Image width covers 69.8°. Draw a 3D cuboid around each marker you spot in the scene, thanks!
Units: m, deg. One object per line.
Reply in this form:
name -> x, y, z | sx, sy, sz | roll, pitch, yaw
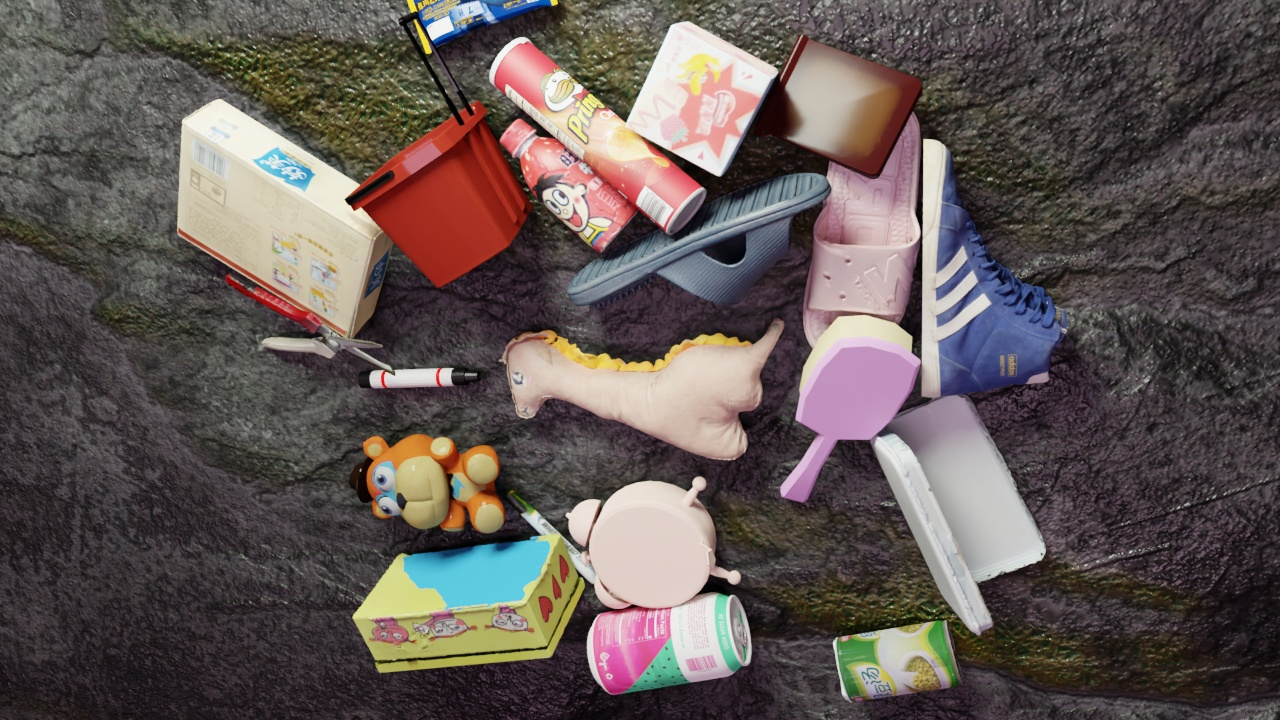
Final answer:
marker -> -0.232, 0.019, 0.981 | 0.146, 0.019, 0.019 | -2, 111, 13
marker -> -0.097, 0.197, 1.025 | 0.017, 0.017, 0.146 | -41, 99, 23

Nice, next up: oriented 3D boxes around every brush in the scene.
brush -> 0.185, 0.053, 0.879 | 0.089, 0.043, 0.229 | 15, 134, -4

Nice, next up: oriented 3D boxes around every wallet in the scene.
wallet -> 0.166, -0.213, 0.778 | 0.116, 0.018, 0.091 | 28, 97, 16

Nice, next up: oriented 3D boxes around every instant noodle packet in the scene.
instant noodle packet -> -0.148, -0.338, 0.816 | 0.134, 0.026, 0.087 | -14, 105, 17

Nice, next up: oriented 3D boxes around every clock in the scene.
clock -> 0.009, 0.201, 0.971 | 0.161, 0.086, 0.131 | -13, 108, 23

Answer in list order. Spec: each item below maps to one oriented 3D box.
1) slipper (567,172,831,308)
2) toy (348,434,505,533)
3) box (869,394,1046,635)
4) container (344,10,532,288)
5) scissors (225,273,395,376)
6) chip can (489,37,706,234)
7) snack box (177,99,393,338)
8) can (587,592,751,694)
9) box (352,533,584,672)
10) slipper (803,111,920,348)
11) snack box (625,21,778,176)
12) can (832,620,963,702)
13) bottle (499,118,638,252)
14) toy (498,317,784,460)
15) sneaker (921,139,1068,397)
slipper -> 0.059, -0.090, 0.837 | 0.264, 0.101, 0.082 | -21, 113, 25
toy -> -0.228, 0.131, 0.992 | 0.176, 0.096, 0.112 | 5, 113, 23
box -> 0.298, 0.148, 0.869 | 0.130, 0.105, 0.211 | -30, 103, 18
container -> -0.194, -0.185, 0.822 | 0.127, 0.147, 0.201 | -27, 113, 19
scissors -> -0.347, -0.029, 0.950 | 0.196, 0.015, 0.180 | 41, 145, -15
chip can -> -0.038, -0.197, 0.806 | 0.215, 0.051, 0.052 | 42, 115, 9
snack box -> -0.347, -0.134, 0.900 | 0.207, 0.055, 0.154 | 32, 135, -1
can -> 0.030, 0.308, 1.001 | 0.166, 0.088, 0.088 | -16, 107, 18
box -> -0.185, 0.266, 1.005 | 0.221, 0.124, 0.083 | -10, 113, 18
slipper -> 0.199, -0.107, 0.811 | 0.094, 0.064, 0.240 | 7, 111, 9
snack box -> 0.054, -0.225, 0.787 | 0.095, 0.079, 0.093 | 28, 115, 0
can -> 0.269, 0.316, 0.963 | 0.121, 0.067, 0.067 | -16, 107, 18
bottle -> -0.069, -0.166, 0.848 | 0.137, 0.061, 0.062 | 41, 114, -6
toy -> -0.005, 0.005, 0.910 | 0.264, 0.065, 0.196 | 23, 106, 10
sneaker -> 0.303, -0.074, 0.785 | 0.118, 0.091, 0.233 | 0, 112, 17
